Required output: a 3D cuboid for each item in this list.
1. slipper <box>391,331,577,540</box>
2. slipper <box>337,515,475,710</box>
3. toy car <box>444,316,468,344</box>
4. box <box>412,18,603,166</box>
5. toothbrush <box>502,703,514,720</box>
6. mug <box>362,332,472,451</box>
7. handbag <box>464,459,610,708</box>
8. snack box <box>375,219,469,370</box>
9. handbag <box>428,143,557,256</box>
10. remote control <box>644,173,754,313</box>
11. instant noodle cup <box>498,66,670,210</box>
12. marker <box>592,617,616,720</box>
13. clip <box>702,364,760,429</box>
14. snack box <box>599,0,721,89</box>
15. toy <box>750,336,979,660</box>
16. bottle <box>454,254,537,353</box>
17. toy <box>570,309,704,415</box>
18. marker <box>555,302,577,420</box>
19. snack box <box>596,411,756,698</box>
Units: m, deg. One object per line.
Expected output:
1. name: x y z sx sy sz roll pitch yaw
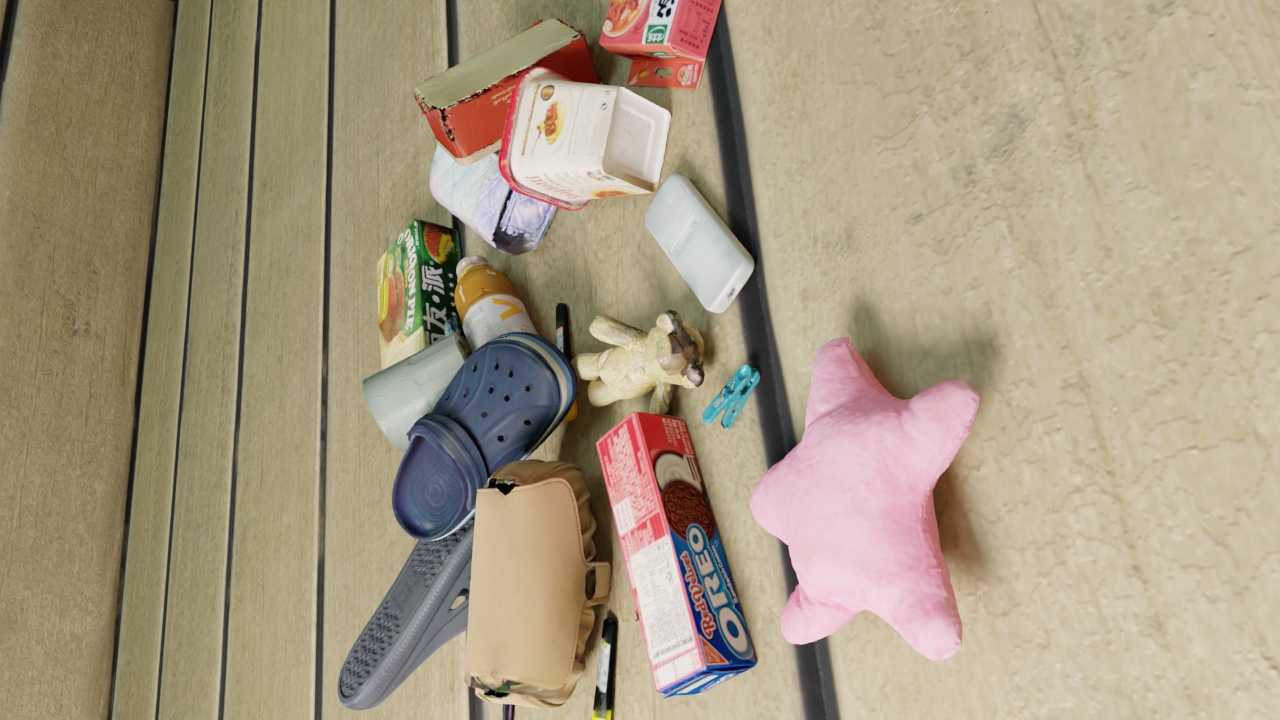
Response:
1. slipper: -0.162 0.072 0.832 0.105 0.095 0.253 47 117 11
2. slipper: -0.199 0.238 0.929 0.268 0.083 0.111 -56 27 -10
3. toy car: -0.192 0.003 0.983 0.049 0.031 0.106 -124 21 -62
4. box: -0.132 -0.272 0.896 0.168 0.079 0.091 -32 42 -12
5. toothbrush: -0.127 0.304 0.884 0.017 0.014 0.189 -17 69 57
6. mug: -0.205 0.040 0.931 0.103 0.124 0.083 -29 56 1
7. handbag: -0.084 0.184 0.761 0.100 0.147 0.204 -1 81 14
8. snack box: -0.260 -0.037 1.092 0.115 0.063 0.239 -35 55 42
9. handbag: -0.158 -0.205 0.990 0.194 0.075 0.134 38 109 49
10. remote control: 0.046 -0.098 0.751 0.056 0.020 0.136 -57 43 27
11. instant noodle cup: -0.047 -0.199 0.830 0.124 0.116 0.116 11 91 40
12. marker: -0.030 0.279 0.766 0.018 0.015 0.124 -10 71 50
13. clip: 0.070 0.027 0.691 0.056 0.038 0.013 -58 44 15
14. snack box: 0.019 -0.312 0.816 0.113 0.044 0.127 25 102 51
15. toy: 0.127 0.079 0.567 0.179 0.074 0.194 -10 71 53
16. bottle: -0.149 -0.039 0.946 0.068 0.068 0.189 -55 44 28
17. toy: -0.005 0.004 0.767 0.158 0.066 0.105 -19 100 53
18. marker: -0.073 0.000 0.886 0.018 0.015 0.123 -31 56 42
19. snack box: 0.023 0.143 0.696 0.058 0.057 0.207 -40 52 36
